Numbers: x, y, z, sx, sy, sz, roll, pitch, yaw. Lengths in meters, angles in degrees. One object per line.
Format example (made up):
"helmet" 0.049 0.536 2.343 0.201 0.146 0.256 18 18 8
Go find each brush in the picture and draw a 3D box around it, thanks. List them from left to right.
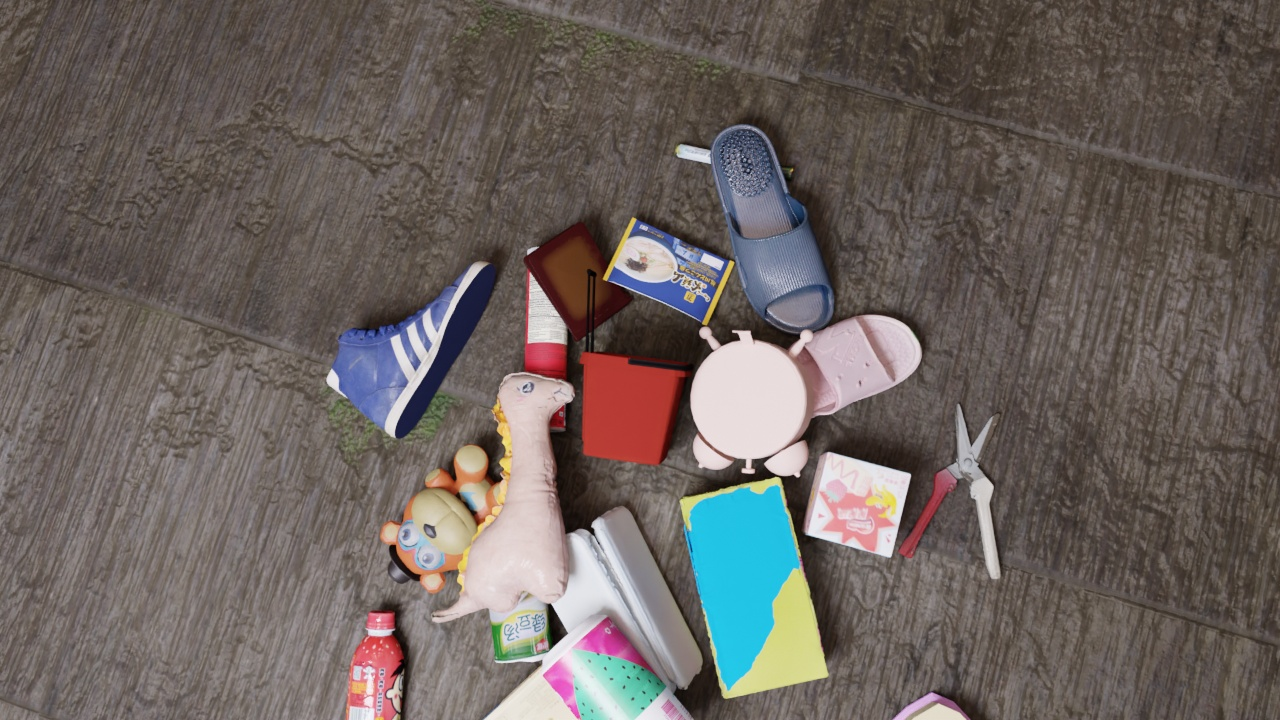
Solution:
"brush" 0.270 0.462 0.989 0.228 0.043 0.089 -43 81 -2

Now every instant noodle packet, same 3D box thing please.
"instant noodle packet" 0.034 -0.107 1.093 0.134 0.026 0.087 24 75 2

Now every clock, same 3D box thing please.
"clock" 0.120 0.045 1.010 0.131 0.086 0.160 3 96 23

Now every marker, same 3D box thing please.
"marker" 0.114 -0.241 1.116 0.146 0.017 0.017 13 83 7

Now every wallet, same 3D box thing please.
"wallet" -0.072 -0.094 1.078 0.091 0.018 0.115 -38 105 -26

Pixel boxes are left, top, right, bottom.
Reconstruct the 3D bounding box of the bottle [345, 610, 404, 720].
"bottle" -0.299 0.356 1.042 0.062 0.062 0.137 3 83 5

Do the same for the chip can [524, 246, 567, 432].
"chip can" -0.111 -0.024 1.086 0.052 0.052 0.214 0 82 5

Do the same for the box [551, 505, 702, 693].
"box" -0.030 0.281 1.014 0.106 0.129 0.211 -30 81 22

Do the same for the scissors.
"scissors" 0.366 0.158 1.039 0.196 0.015 0.179 -36 79 -1

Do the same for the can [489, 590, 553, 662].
"can" -0.138 0.277 1.037 0.067 0.067 0.121 -9 81 3

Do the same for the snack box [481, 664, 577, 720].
"snack box" -0.112 0.440 0.995 0.208 0.055 0.153 -45 80 12

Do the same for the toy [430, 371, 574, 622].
"toy" -0.148 0.140 0.995 0.196 0.065 0.264 -16 65 8

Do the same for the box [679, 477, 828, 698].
"box" 0.122 0.246 1.017 0.124 0.083 0.221 -15 78 2

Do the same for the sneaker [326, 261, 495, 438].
"sneaker" -0.278 -0.038 1.088 0.118 0.091 0.233 29 93 10

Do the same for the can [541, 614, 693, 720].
"can" -0.020 0.343 0.925 0.088 0.088 0.166 -42 78 -2

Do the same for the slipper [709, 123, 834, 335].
"slipper" 0.148 -0.153 1.062 0.101 0.082 0.263 -21 87 6

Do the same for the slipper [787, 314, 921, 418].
"slipper" 0.205 0.016 1.048 0.239 0.064 0.094 -25 81 2

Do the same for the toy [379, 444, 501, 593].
"toy" -0.219 0.186 1.051 0.112 0.096 0.176 43 98 9

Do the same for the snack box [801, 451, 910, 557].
"snack box" 0.237 0.159 1.017 0.093 0.079 0.094 15 84 7

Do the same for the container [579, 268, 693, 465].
"container" -0.006 0.006 1.025 0.127 0.148 0.201 7 92 7
